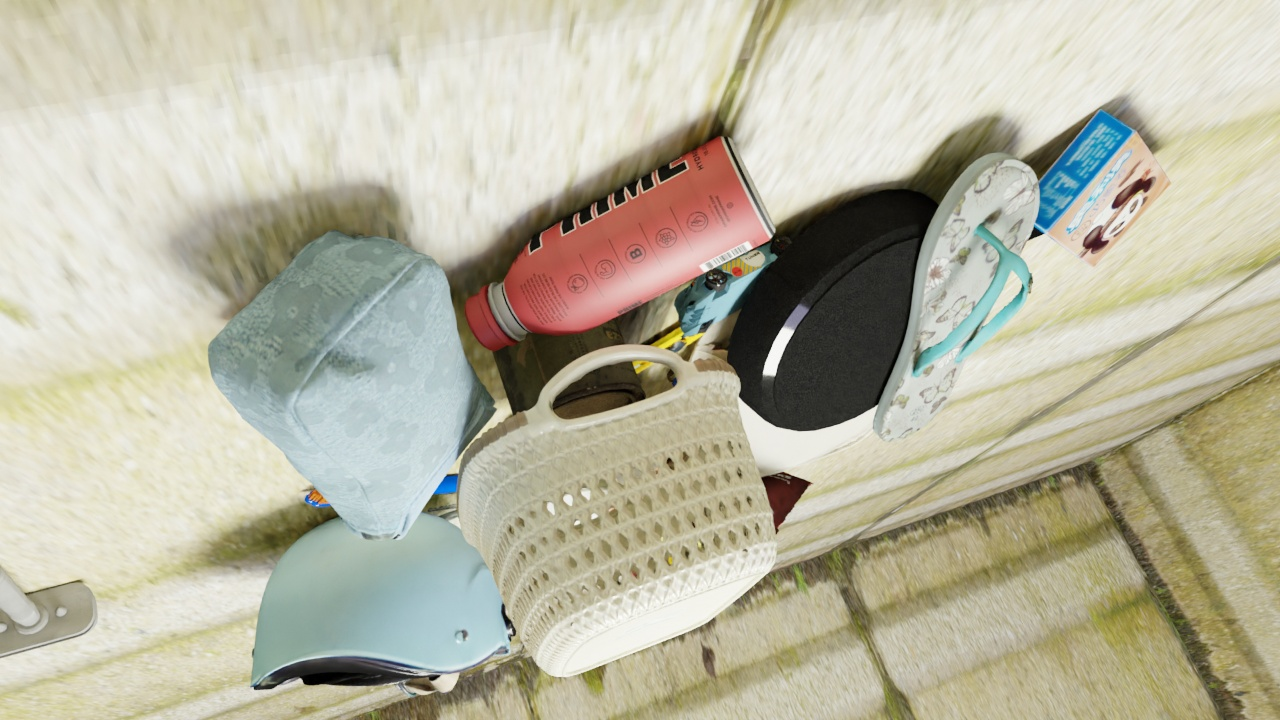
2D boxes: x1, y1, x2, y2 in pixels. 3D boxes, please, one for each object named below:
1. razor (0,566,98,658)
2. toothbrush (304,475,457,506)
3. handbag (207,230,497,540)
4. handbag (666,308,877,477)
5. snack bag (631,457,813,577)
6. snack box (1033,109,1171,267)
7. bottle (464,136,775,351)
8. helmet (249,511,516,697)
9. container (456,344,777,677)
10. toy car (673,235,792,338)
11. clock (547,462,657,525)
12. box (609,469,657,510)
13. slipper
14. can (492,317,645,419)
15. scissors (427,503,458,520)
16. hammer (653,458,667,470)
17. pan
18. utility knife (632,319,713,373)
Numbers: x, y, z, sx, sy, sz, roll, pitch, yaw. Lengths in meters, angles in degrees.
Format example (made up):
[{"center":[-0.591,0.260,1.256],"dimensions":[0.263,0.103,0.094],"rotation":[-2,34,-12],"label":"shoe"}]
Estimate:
[{"center":[-0.488,0.188,0.714],"dimensions":[0.088,0.047,0.116],"rotation":[-13,150,-22],"label":"razor"},{"center":[-0.211,0.114,0.823],"dimensions":[0.182,0.016,0.018],"rotation":[0,146,-44],"label":"toothbrush"},{"center":[-0.156,0.012,0.495],"dimensions":[0.121,0.119,0.192],"rotation":[-57,159,-22],"label":"handbag"},{"center":[0.126,0.000,0.790],"dimensions":[0.200,0.093,0.200],"rotation":[-13,138,-19],"label":"handbag"},{"center":[0.066,0.124,0.805],"dimensions":[0.139,0.067,0.207],"rotation":[12,-155,18],"label":"snack bag"},{"center":[0.345,-0.125,0.695],"dimensions":[0.151,0.034,0.087],"rotation":[8,124,-51],"label":"snack box"},{"center":[-0.017,-0.057,0.513],"dimensions":[0.177,0.062,0.062],"rotation":[-26,159,13],"label":"bottle"},{"center":[-0.230,0.227,0.860],"dimensions":[0.225,0.166,0.266],"rotation":[-3,159,6],"label":"helmet"},{"center":[-0.016,0.107,0.594],"dimensions":[0.184,0.142,0.247],"rotation":[-16,158,-16],"label":"container"},{"center":[0.066,-0.058,0.641],"dimensions":[0.107,0.027,0.060],"rotation":[-29,159,-26],"label":"toy car"},{"center":[-0.029,0.102,0.823],"dimensions":[0.125,0.073,0.161],"rotation":[-41,179,-17],"label":"clock"},{"center":[-0.038,0.161,1.067],"dimensions":[0.186,0.056,0.059],"rotation":[-15,-169,-11],"label":"box"},{"center":[0.239,-0.028,0.668],"dimensions":[0.098,0.054,0.269],"rotation":[-23,141,-22],"label":"slipper"},{"center":[-0.050,0.008,0.626],"dimensions":[0.090,0.074,0.090],"rotation":[-18,159,-7],"label":"can"},{"center":[-0.154,0.142,0.943],"dimensions":[0.174,0.014,0.142],"rotation":[-6,162,-46],"label":"scissors"},{"center":[0.094,0.071,0.949],"dimensions":[0.319,0.049,0.121],"rotation":[-24,162,15],"label":"hammer"},{"center":[0.225,-0.056,0.707],"dimensions":[0.355,0.044,0.204],"rotation":[-23,139,-19],"label":"pan"},{"center":[-0.004,0.004,0.750],"dimensions":[0.152,0.017,0.030],"rotation":[-29,154,30],"label":"utility knife"}]
